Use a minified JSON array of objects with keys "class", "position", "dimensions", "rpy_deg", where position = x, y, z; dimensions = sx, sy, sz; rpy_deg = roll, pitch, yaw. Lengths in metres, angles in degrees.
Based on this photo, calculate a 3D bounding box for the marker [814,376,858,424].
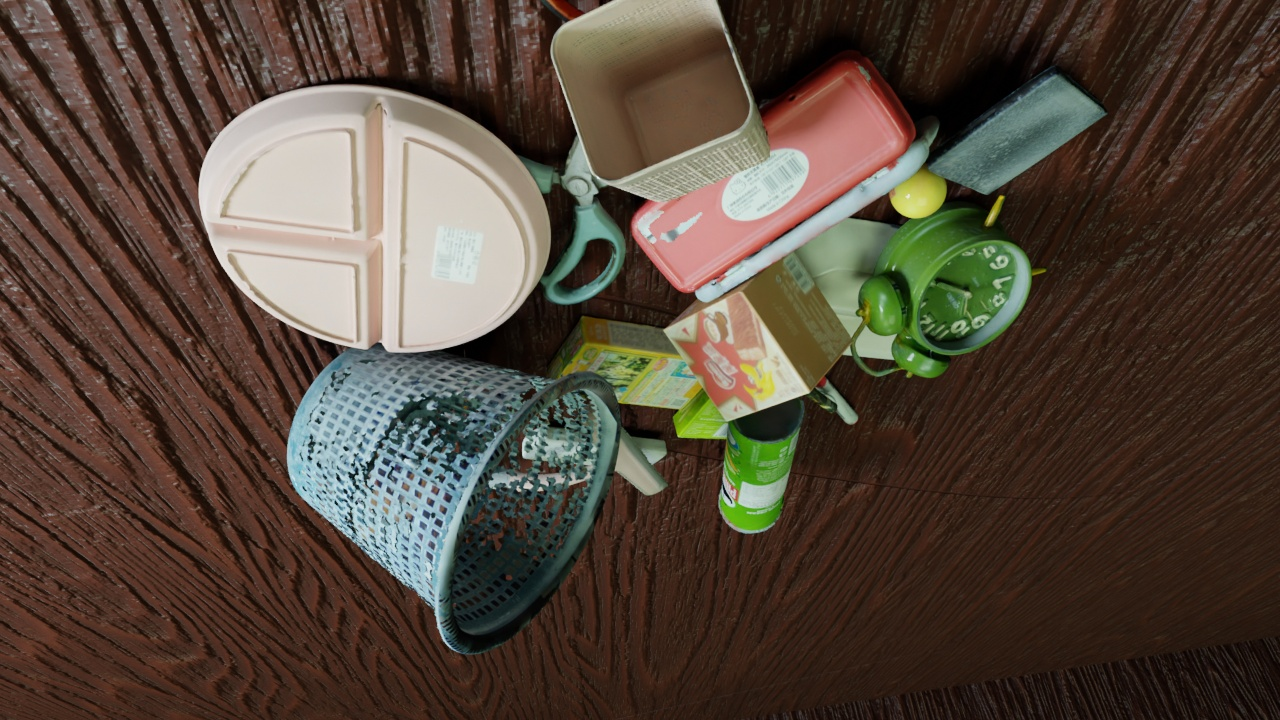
[{"class":"marker","position":[0.197,0.036,0.947],"dimensions":[0.017,0.017,0.145],"rpy_deg":[-23,146,20]}]

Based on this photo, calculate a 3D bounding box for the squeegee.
[{"class":"squeegee","position":[-0.121,0.114,0.926],"dimensions":[0.250,0.040,0.248],"rpy_deg":[-7,154,15]}]

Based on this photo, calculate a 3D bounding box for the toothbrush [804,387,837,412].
[{"class":"toothbrush","position":[0.141,0.017,0.850],"dimensions":[0.185,0.017,0.012],"rpy_deg":[31,93,-48]}]

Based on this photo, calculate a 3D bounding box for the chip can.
[{"class":"chip can","position":[0.119,0.102,0.928],"dimensions":[0.072,0.072,0.236],"rpy_deg":[-9,150,-2]}]

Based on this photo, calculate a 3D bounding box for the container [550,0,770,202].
[{"class":"container","position":[0.019,-0.143,0.514],"dimensions":[0.090,0.090,0.110],"rpy_deg":[-20,176,15]}]

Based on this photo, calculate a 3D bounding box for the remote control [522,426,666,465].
[{"class":"remote control","position":[-0.048,0.091,0.961],"dimensions":[0.150,0.021,0.058],"rpy_deg":[10,151,-28]}]

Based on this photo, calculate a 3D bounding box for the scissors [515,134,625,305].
[{"class":"scissors","position":[-0.078,-0.104,0.626],"dimensions":[0.181,0.019,0.171],"rpy_deg":[10,141,-10]}]

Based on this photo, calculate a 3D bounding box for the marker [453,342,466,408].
[{"class":"marker","position":[-0.159,0.007,0.800],"dimensions":[0.015,0.018,0.124],"rpy_deg":[-6,147,-15]}]

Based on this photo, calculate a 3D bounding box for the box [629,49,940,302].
[{"class":"box","position":[0.099,-0.127,0.640],"dimensions":[0.202,0.100,0.102],"rpy_deg":[-32,104,34]}]

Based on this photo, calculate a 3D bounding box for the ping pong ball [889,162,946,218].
[{"class":"ping pong ball","position":[0.202,-0.124,0.669],"dimensions":[0.040,0.040,0.040],"rpy_deg":[-7,148,-5]}]

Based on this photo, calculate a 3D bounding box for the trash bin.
[{"class":"trash bin","position":[-0.155,0.081,0.720],"dimensions":[0.195,0.226,0.227],"rpy_deg":[23,157,22]}]

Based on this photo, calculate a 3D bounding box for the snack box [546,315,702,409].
[{"class":"snack box","position":[-0.005,0.005,0.827],"dimensions":[0.140,0.033,0.087],"rpy_deg":[6,145,-26]}]

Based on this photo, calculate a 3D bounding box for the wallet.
[{"class":"wallet","position":[0.258,-0.155,0.629],"dimensions":[0.097,0.019,0.120],"rpy_deg":[-37,158,34]}]

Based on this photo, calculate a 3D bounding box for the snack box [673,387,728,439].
[{"class":"snack box","position":[0.102,0.030,0.902],"dimensions":[0.085,0.026,0.157],"rpy_deg":[4,146,-23]}]

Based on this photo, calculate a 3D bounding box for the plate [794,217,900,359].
[{"class":"plate","position":[0.202,-0.049,0.796],"dimensions":[0.265,0.034,0.162],"rpy_deg":[7,145,-25]}]

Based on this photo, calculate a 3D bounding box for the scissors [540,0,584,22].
[{"class":"scissors","position":[-0.062,-0.232,0.441],"dimensions":[0.234,0.021,0.221],"rpy_deg":[-26,144,22]}]

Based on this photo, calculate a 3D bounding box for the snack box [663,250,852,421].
[{"class":"snack box","position":[0.091,-0.019,0.716],"dimensions":[0.095,0.076,0.093],"rpy_deg":[-25,104,49]}]

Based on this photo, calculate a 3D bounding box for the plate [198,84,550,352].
[{"class":"plate","position":[-0.175,-0.079,0.614],"dimensions":[0.229,0.028,0.230],"rpy_deg":[-2,140,-2]}]

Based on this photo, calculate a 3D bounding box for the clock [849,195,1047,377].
[{"class":"clock","position":[0.234,-0.050,0.723],"dimensions":[0.161,0.056,0.116],"rpy_deg":[-42,125,10]}]
